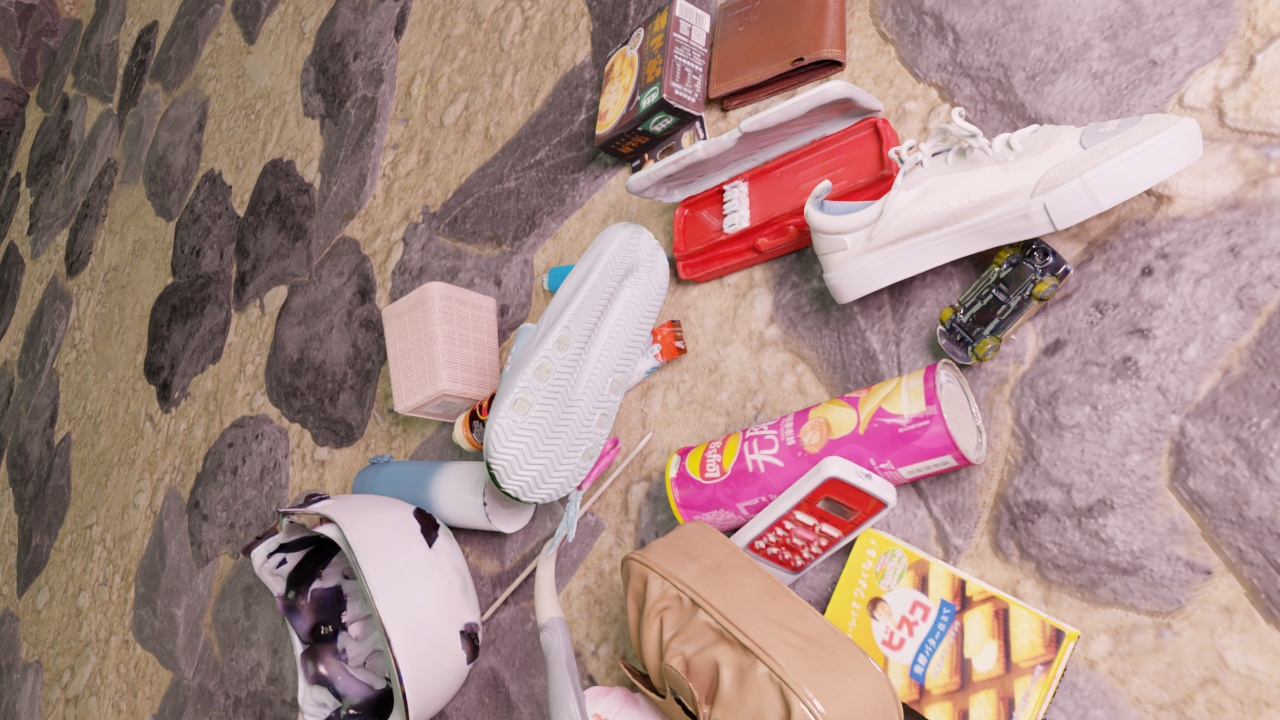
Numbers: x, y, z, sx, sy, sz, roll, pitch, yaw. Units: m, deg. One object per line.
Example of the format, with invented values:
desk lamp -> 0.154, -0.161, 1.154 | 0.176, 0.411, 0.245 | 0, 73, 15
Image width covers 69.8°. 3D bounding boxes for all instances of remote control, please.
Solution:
remote control -> 0.109, 0.111, 0.610 | 0.136, 0.056, 0.020 | -51, 17, 43

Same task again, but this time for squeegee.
squeegee -> -0.063, 0.198, 0.696 | 0.247, 0.039, 0.246 | -49, 25, 19

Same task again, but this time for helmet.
helmet -> -0.224, 0.217, 0.813 | 0.259, 0.145, 0.229 | -27, 83, 46

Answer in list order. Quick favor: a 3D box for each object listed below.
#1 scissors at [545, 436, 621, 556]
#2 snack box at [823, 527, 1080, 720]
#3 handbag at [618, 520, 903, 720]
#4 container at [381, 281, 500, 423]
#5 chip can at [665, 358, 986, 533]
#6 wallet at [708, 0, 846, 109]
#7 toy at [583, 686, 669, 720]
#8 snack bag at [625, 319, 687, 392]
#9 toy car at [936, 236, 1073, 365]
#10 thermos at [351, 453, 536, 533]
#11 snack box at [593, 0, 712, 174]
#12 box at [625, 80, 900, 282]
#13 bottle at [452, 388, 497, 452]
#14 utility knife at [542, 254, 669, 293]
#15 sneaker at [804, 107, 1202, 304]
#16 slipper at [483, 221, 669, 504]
scissors -> -0.060, 0.116, 0.757 | 0.084, 0.017, 0.137 | -28, 23, 36
snack box -> 0.184, 0.172, 0.567 | 0.140, 0.033, 0.087 | 25, 93, 44
handbag -> 0.061, 0.207, 0.597 | 0.204, 0.099, 0.148 | 33, 135, 42
container -> -0.195, -0.004, 0.911 | 0.090, 0.089, 0.110 | -24, 66, 33
chip can -> 0.121, 0.065, 0.628 | 0.211, 0.071, 0.071 | -23, 63, 33
wallet -> 0.115, -0.275, 0.766 | 0.125, 0.032, 0.101 | -9, 69, 39
toy -> -0.019, 0.325, 0.683 | 0.121, 0.054, 0.159 | 3, 87, 41
snack bag -> -0.005, 0.005, 0.783 | 0.104, 0.026, 0.048 | -38, 35, 27
toy car -> 0.232, -0.035, 0.587 | 0.091, 0.035, 0.042 | -49, 50, 19
thermos -> -0.198, 0.126, 0.885 | 0.221, 0.070, 0.070 | -4, 74, 40
snack box -> 0.012, -0.236, 0.813 | 0.113, 0.053, 0.125 | -20, 58, 54
box -> 0.088, -0.138, 0.699 | 0.202, 0.101, 0.095 | -18, 65, 36
bottle -> -0.128, 0.055, 0.855 | 0.150, 0.066, 0.066 | -21, 63, 42
utility knife -> -0.039, -0.077, 0.845 | 0.160, 0.018, 0.034 | 1, 73, 43
sneaker -> 0.211, -0.115, 0.578 | 0.243, 0.089, 0.091 | -19, 98, 41
slipper -> -0.059, -0.004, 0.748 | 0.074, 0.104, 0.245 | 15, 74, 49
